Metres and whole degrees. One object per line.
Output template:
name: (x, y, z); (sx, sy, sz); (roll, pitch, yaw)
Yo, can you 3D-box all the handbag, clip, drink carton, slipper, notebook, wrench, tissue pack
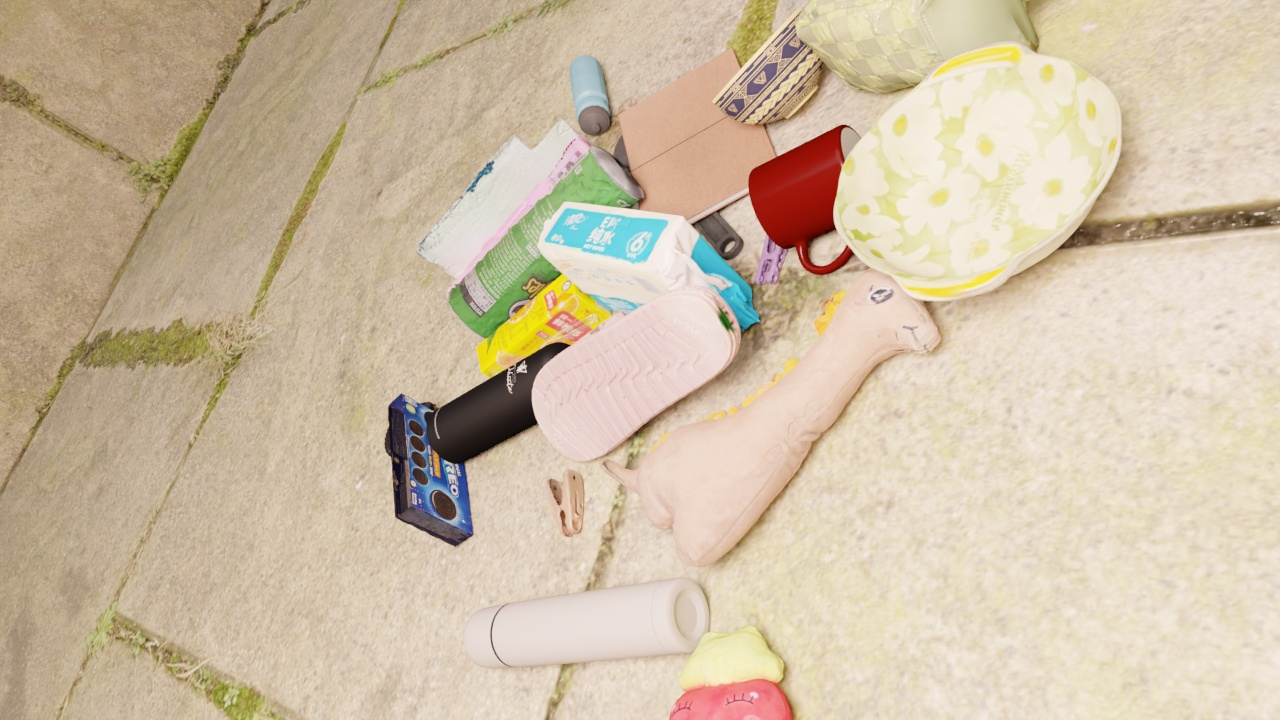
handbag: (0.224, -0.283, 0.730); (0.187, 0.113, 0.116); (11, 65, 49)
clip: (0.111, -0.088, 0.784); (0.036, 0.013, 0.053); (-15, 57, 40)
clip: (-0.071, 0.128, 0.810); (0.043, 0.024, 0.061); (-24, 53, 33)
drink carton: (-0.096, -0.027, 0.915); (0.135, 0.058, 0.043); (-38, 45, 20)
slipper: (-0.005, 0.004, 0.771); (0.240, 0.094, 0.064); (-34, 6, 41)
notebook: (0.052, -0.218, 0.916); (0.142, 0.008, 0.208); (-27, 47, 17)
wrench: (0.035, -0.175, 0.918); (0.073, 0.018, 0.273); (-45, 42, 12)
tissue pack: (0.005, -0.081, 0.804); (0.209, 0.117, 0.066); (19, 75, 49)

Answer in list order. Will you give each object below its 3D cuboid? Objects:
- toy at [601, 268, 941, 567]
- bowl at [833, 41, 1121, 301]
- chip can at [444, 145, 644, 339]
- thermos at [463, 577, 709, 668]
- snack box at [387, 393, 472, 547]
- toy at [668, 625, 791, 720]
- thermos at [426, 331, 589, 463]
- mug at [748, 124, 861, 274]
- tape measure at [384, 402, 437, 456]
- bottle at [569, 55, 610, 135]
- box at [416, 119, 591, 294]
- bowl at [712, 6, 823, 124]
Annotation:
toy: (0.091, 0.026, 0.688); (0.264, 0.065, 0.196); (-54, 40, -2)
bowl: (0.234, -0.120, 0.636); (0.189, 0.060, 0.218); (-6, 58, 36)
chip can: (-0.096, -0.116, 0.917); (0.224, 0.075, 0.075); (-41, 41, 19)
thermos: (-0.051, 0.207, 0.712); (0.225, 0.052, 0.052); (-19, 52, 36)
snack box: (-0.211, 0.108, 0.920); (0.027, 0.082, 0.150); (-37, 44, 19)
toy: (0.054, 0.238, 0.589); (0.092, 0.045, 0.134); (-22, 44, 37)
thermos: (-0.108, 0.031, 0.885); (0.232, 0.061, 0.061); (-28, 47, 30)
mug: (0.145, -0.123, 0.737); (0.083, 0.073, 0.105); (-21, 79, 35)
tape measure: (-0.249, 0.086, 1.010); (0.063, 0.038, 0.067); (-12, 58, 30)
bottle: (-0.060, -0.312, 1.090); (0.040, 0.040, 0.129); (-33, 44, 25)
box: (-0.153, -0.174, 1.029); (0.231, 0.096, 0.085); (-47, 4, 11)
bowl: (0.126, -0.257, 0.837); (0.112, 0.061, 0.112); (-46, 7, 7)
